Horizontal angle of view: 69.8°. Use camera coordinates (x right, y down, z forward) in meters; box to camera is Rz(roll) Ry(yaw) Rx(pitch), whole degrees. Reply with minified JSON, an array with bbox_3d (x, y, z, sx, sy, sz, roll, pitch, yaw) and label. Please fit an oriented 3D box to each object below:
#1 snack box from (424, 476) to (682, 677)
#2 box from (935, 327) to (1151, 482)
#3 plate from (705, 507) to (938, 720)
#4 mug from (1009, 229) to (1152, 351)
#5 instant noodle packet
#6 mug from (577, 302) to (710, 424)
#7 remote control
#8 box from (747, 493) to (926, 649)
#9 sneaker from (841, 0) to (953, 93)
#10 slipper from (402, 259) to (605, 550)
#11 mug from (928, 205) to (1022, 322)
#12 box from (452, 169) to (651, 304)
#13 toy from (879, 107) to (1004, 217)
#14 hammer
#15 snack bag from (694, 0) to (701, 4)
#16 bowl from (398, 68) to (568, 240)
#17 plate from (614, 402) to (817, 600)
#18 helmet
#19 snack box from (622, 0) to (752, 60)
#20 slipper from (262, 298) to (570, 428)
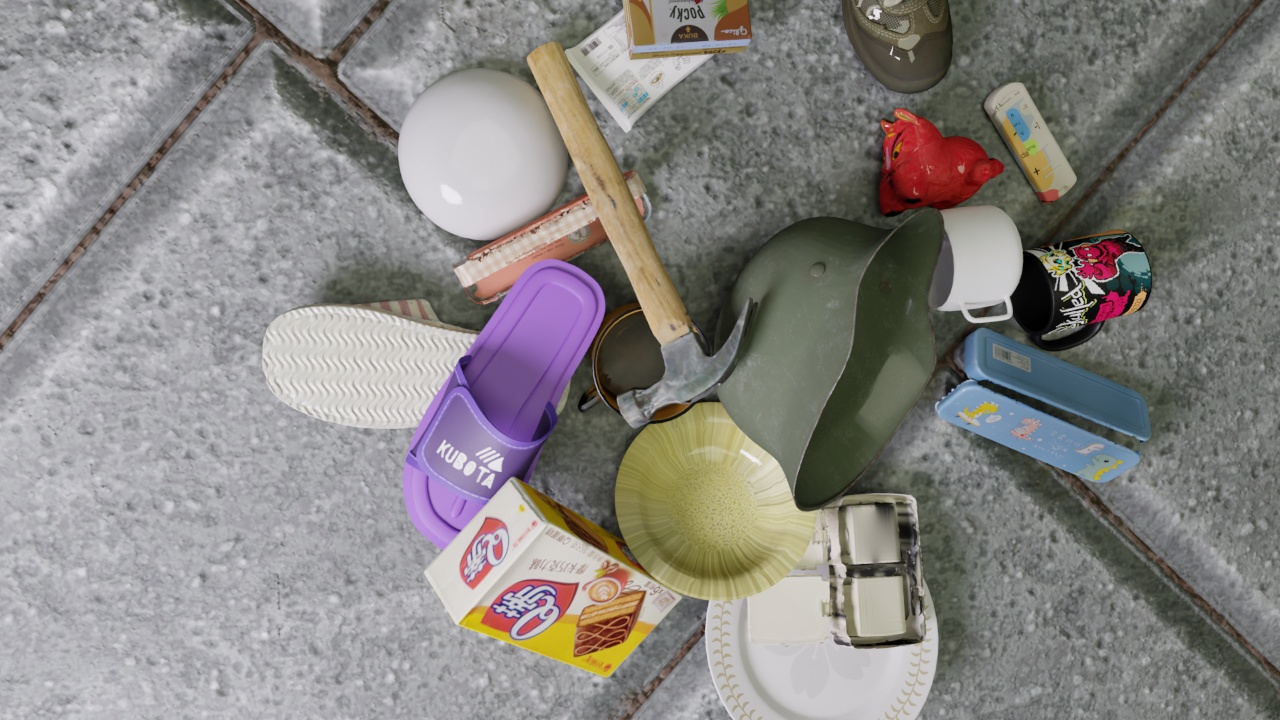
[{"bbox_3d":[-0.067,0.195,0.795,0.110,0.061,0.230,-47,139,1],"label":"snack box"},{"bbox_3d":[0.402,0.045,0.918,0.209,0.072,0.086,22,136,-10],"label":"box"},{"bbox_3d":[0.177,0.266,0.893,0.242,0.016,0.242,3,77,-13],"label":"plate"},{"bbox_3d":[0.415,-0.060,0.882,0.098,0.081,0.118,-13,128,-6],"label":"mug"},{"bbox_3d":[0.010,-0.279,0.811,0.134,0.026,0.087,-40,102,-1],"label":"instant noodle packet"},{"bbox_3d":[-0.005,0.005,0.819,0.123,0.094,0.100,-35,100,-1],"label":"mug"},{"bbox_3d":[0.374,-0.208,0.878,0.038,0.018,0.125,-38,104,-1],"label":"remote control"},{"bbox_3d":[0.184,0.199,0.875,0.187,0.058,0.144,4,78,-16],"label":"box"},{"bbox_3d":[0.223,-0.349,0.770,0.101,0.143,0.238,-29,102,-3],"label":"sneaker"},{"bbox_3d":[-0.115,0.038,0.762,0.107,0.084,0.266,29,88,-8],"label":"slipper"},{"bbox_3d":[0.302,-0.085,0.841,0.068,0.094,0.115,-8,62,-8],"label":"mug"},{"bbox_3d":[-0.076,-0.107,0.813,0.187,0.056,0.071,-28,133,-1],"label":"box"},{"bbox_3d":[0.281,-0.191,0.843,0.132,0.088,0.094,-9,82,-19],"label":"toy"},{"bbox_3d":[-0.015,-0.120,0.753,0.132,0.033,0.330,-28,77,16],"label":"hammer"},{"bbox_3d":[0.030,-0.412,0.749,0.138,0.067,0.208,-44,102,-12],"label":"snack bag"},{"bbox_3d":[-0.136,-0.180,0.798,0.149,0.043,0.149,-1,99,-8],"label":"bowl"},{"bbox_3d":[0.068,0.132,0.855,0.184,0.036,0.184,1,67,-2],"label":"plate"},{"bbox_3d":[0.152,-0.025,0.793,0.154,0.226,0.268,35,108,29],"label":"helmet"},{"bbox_3d":[0.032,-0.356,0.781,0.101,0.032,0.186,-6,88,-7],"label":"snack box"},{"bbox_3d":[-0.194,0.003,0.816,0.262,0.052,0.115,7,95,-16],"label":"slipper"}]
